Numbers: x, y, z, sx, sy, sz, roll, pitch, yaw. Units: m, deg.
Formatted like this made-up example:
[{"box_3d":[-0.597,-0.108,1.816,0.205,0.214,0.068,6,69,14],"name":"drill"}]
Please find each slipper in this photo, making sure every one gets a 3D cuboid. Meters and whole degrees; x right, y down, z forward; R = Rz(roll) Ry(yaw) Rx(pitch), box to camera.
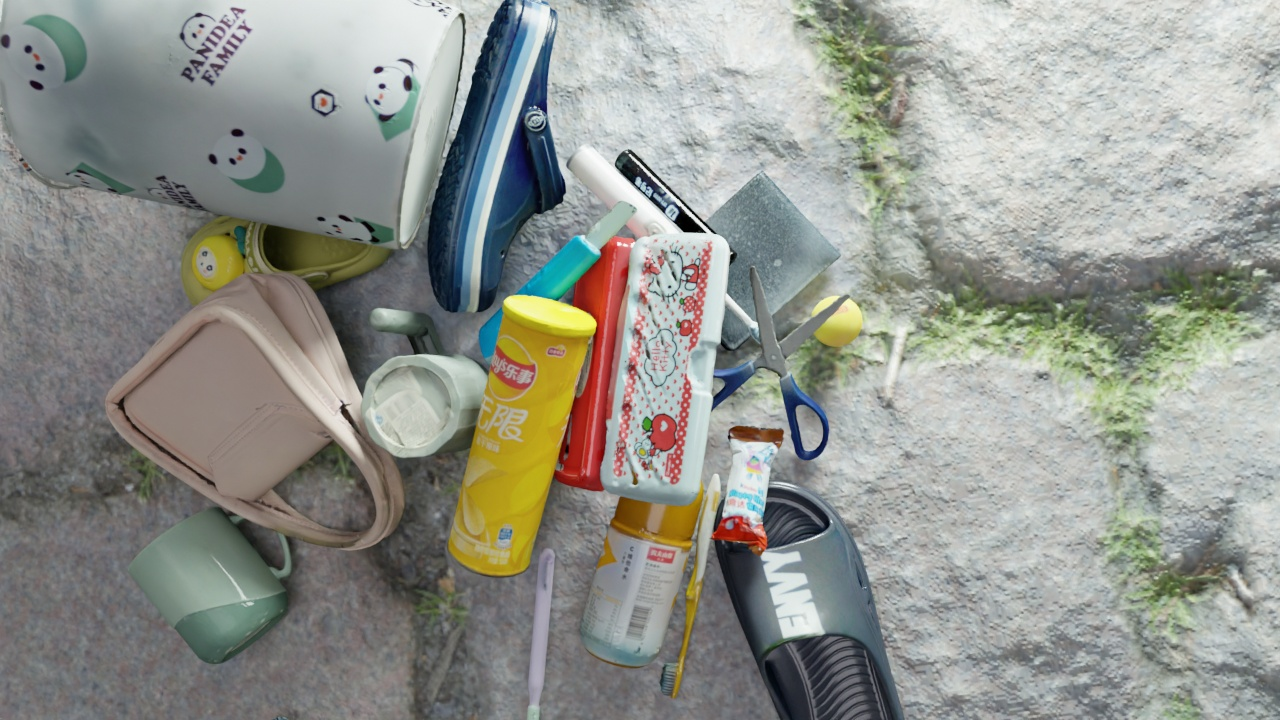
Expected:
[{"box_3d":[-0.106,-0.159,0.738,0.095,0.105,0.253,13,97,-21],"name":"slipper"},{"box_3d":[-0.301,-0.097,0.762,0.190,0.081,0.091,-17,85,3],"name":"slipper"},{"box_3d":[0.139,0.219,0.704,0.111,0.083,0.268,-20,84,3],"name":"slipper"}]

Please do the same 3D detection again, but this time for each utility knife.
[{"box_3d":[-0.068,-0.062,0.727,0.192,0.018,0.034,-41,67,30],"name":"utility knife"}]

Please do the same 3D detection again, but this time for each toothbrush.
[{"box_3d":[0.026,-0.089,0.735,0.221,0.026,0.027,45,102,4],"name":"toothbrush"},{"box_3d":[-0.086,0.251,0.763,0.029,0.021,0.189,7,88,-32],"name":"toothbrush"},{"box_3d":[0.040,0.183,0.741,0.018,0.016,0.191,9,97,-12],"name":"toothbrush"}]

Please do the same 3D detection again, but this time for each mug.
[{"box_3d":[-0.174,0.017,0.733,0.084,0.103,0.124,-23,87,5],"name":"mug"},{"box_3d":[-0.343,0.180,0.766,0.111,0.082,0.106,-39,84,-28],"name":"mug"}]

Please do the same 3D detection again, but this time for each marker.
[{"box_3d":[0.028,-0.123,0.741,0.132,0.022,0.020,46,108,18],"name":"marker"}]

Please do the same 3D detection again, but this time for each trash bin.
[{"box_3d":[-0.273,-0.202,0.670,0.252,0.229,0.229,15,90,-9],"name":"trash bin"}]

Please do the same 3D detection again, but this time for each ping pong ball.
[{"box_3d":[0.156,-0.031,0.729,0.040,0.040,0.040,0,89,6],"name":"ping pong ball"}]

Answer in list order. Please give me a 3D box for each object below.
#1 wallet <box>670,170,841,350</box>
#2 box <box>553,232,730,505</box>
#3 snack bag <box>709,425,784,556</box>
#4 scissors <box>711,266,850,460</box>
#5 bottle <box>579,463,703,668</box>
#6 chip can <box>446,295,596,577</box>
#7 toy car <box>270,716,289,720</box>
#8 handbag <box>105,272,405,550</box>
[{"box_3d":[0.087,-0.080,0.750,0.121,0.019,0.097,-42,85,6],"name":"wallet"},{"box_3d":[-0.008,0.003,0.701,0.161,0.060,0.201,1,82,48],"name":"box"},{"box_3d":[0.084,0.099,0.714,0.045,0.026,0.105,4,62,18],"name":"snack bag"},{"box_3d":[0.102,0.010,0.722,0.176,0.012,0.162,-31,103,25],"name":"scissors"},{"box_3d":[0.006,0.144,0.729,0.068,0.068,0.189,16,90,6],"name":"bottle"},{"box_3d":[-0.096,0.059,0.713,0.072,0.072,0.214,19,106,6],"name":"chip can"},{"box_3d":[-0.328,0.349,0.780,0.105,0.031,0.049,-41,84,3],"name":"toy car"},{"box_3d":[-0.288,0.062,0.737,0.194,0.093,0.234,-33,101,31],"name":"handbag"}]
